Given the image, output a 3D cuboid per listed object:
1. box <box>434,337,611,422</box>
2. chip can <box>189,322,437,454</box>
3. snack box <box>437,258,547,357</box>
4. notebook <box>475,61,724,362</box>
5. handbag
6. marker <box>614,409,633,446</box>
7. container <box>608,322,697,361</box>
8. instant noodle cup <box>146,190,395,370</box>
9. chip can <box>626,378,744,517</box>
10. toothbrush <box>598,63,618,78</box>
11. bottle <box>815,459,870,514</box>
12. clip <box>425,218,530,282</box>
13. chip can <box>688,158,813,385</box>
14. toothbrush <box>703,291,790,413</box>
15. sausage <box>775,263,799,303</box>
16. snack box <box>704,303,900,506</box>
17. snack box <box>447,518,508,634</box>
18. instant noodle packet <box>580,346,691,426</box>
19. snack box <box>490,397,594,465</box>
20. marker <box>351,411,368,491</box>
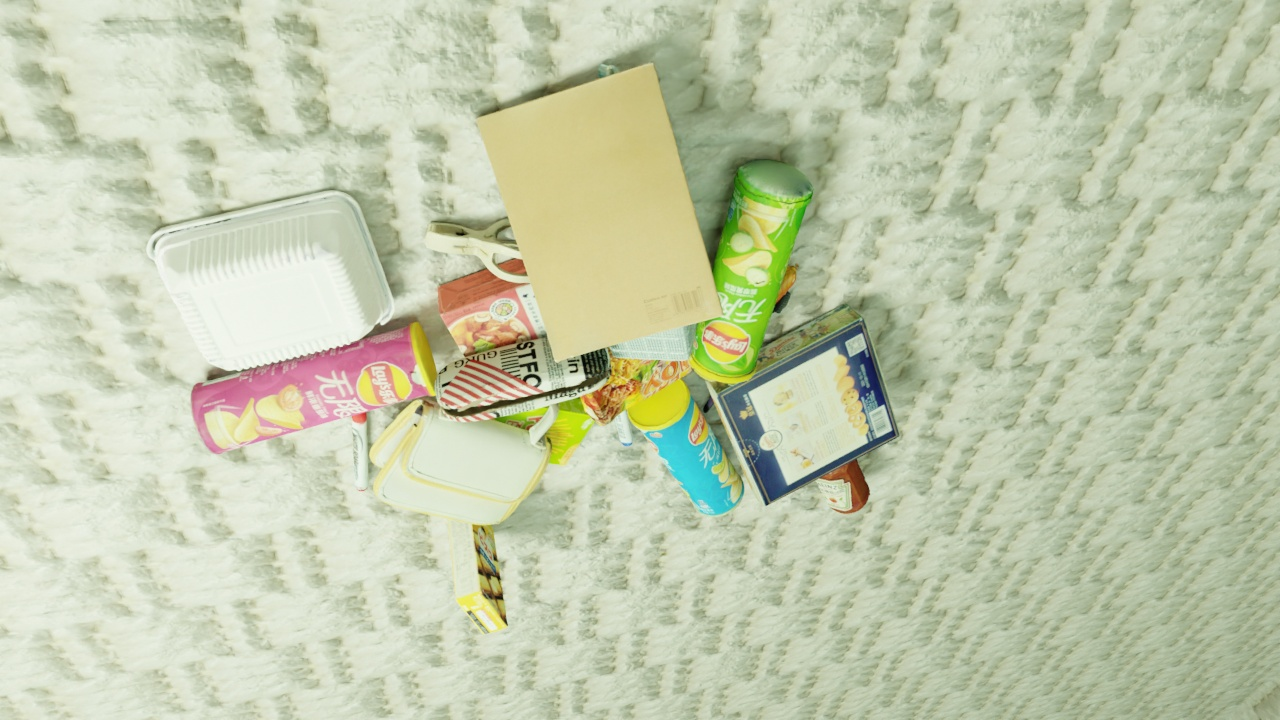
[{"bbox_3d":[-0.108,0.010,0.843,0.164,0.071,0.060,-14,154,-8],"label":"box"},{"bbox_3d":[-0.299,0.026,0.853,0.210,0.071,0.071,-16,137,-3],"label":"chip can"},{"bbox_3d":[-0.116,-0.033,0.876,0.113,0.044,0.127,-20,137,1],"label":"snack box"},{"bbox_3d":[-0.031,-0.115,0.748,0.149,0.012,0.211,-15,105,9],"label":"notebook"},{"bbox_3d":[-0.167,0.089,0.935,0.163,0.063,0.179,22,121,-37],"label":"handbag"},{"bbox_3d":[-0.025,0.046,1.009,0.017,0.017,0.146,-16,137,-4],"label":"marker"},{"bbox_3d":[0.007,-0.060,0.844,0.090,0.089,0.111,3,145,14],"label":"container"},{"bbox_3d":[-0.305,-0.055,0.766,0.173,0.060,0.138,-13,129,-4],"label":"instant noodle cup"},{"bbox_3d":[0.056,0.103,1.055,0.071,0.071,0.210,-26,137,7],"label":"chip can"},{"bbox_3d":[0.009,-0.163,0.802,0.026,0.027,0.225,-49,141,-19],"label":"toothbrush"},{"bbox_3d":[0.233,0.115,1.141,0.060,0.059,0.206,-27,130,8],"label":"bottle"},{"bbox_3d":[-0.129,-0.094,0.796,0.102,0.094,0.035,-8,137,-28],"label":"clip"},{"bbox_3d":[0.102,-0.082,0.873,0.072,0.072,0.222,-1,129,-18],"label":"chip can"},{"bbox_3d":[0.114,-0.007,1.007,0.016,0.014,0.189,-1,136,-36],"label":"toothbrush"},{"bbox_3d":[0.111,-0.042,0.964,0.021,0.021,0.165,21,124,-35],"label":"sausage"},{"bbox_3d":[0.184,0.053,1.027,0.182,0.045,0.178,-27,123,-1],"label":"snack box"},{"bbox_3d":[-0.188,0.230,1.047,0.034,0.140,0.087,-21,136,-1],"label":"snack box"},{"bbox_3d":[-0.006,0.005,0.938,0.128,0.044,0.111,-31,145,-12],"label":"instant noodle packet"},{"bbox_3d":[-0.133,0.068,0.986,0.156,0.026,0.086,13,129,-30],"label":"snack box"},{"bbox_3d":[-0.292,0.086,0.955,0.017,0.017,0.146,-2,134,-18],"label":"marker"}]
